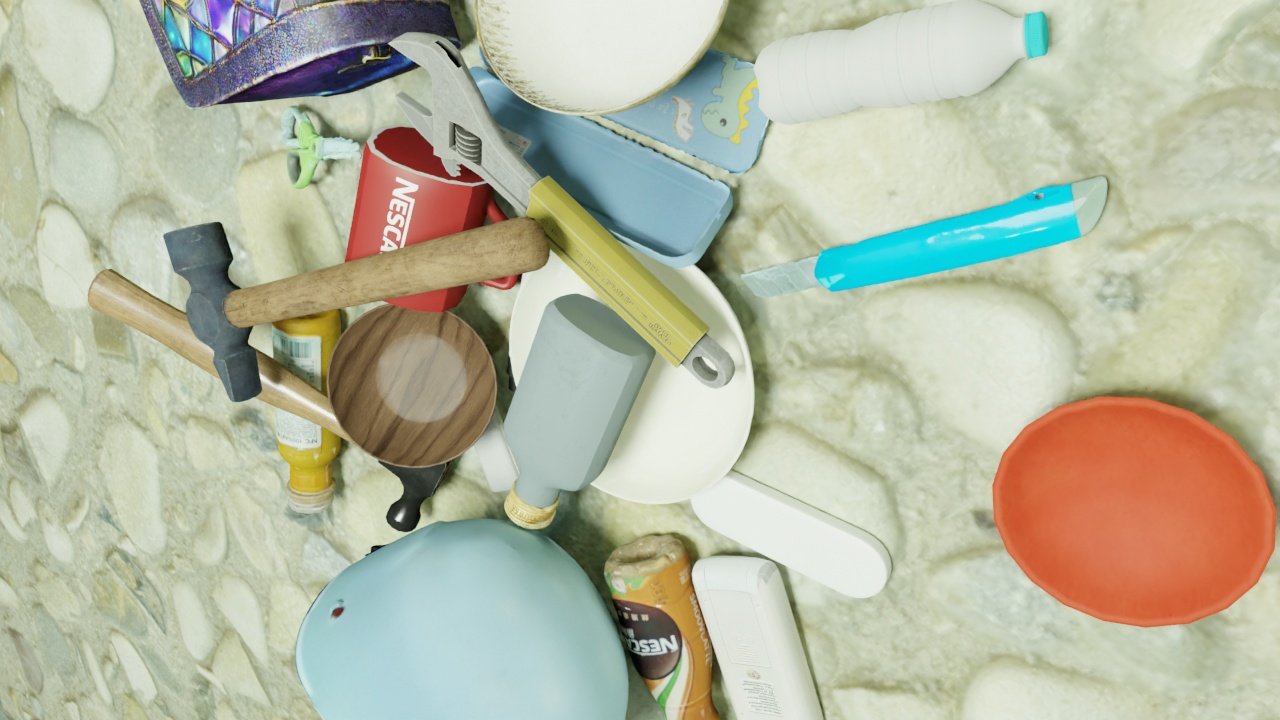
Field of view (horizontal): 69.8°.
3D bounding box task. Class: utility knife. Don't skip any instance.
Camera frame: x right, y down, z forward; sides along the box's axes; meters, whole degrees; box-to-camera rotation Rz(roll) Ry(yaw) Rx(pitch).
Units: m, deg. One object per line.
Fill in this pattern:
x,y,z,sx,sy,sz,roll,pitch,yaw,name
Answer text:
0.142,-0.059,0.489,0.198,0.015,0.031,-10,99,33,utility knife

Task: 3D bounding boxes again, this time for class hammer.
-0.188,-0.047,0.588,0.323,0.040,0.129,-7,102,33,hammer
-0.287,0.013,0.720,0.305,0.040,0.133,30,117,-3,hammer

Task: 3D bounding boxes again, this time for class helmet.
-0.097,0.208,0.627,0.167,0.265,0.225,-31,92,-1,helmet

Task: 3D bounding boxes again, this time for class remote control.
-0.124,0.039,0.701,0.033,0.012,0.131,-14,100,36,remote control
0.078,0.194,0.615,0.060,0.025,0.138,-6,109,37,remote control
0.093,0.109,0.585,0.136,0.013,0.043,23,119,24,remote control

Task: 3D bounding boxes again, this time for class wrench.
-0.046,-0.083,0.532,0.273,0.018,0.084,43,146,4,wrench

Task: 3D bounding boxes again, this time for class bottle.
0.023,0.207,0.639,0.059,0.059,0.167,-8,103,35,bottle
-0.050,0.041,0.588,0.072,0.046,0.162,35,123,18,bottle
-0.282,0.043,0.781,0.053,0.053,0.186,21,118,26,bottle
0.125,-0.146,0.449,0.136,0.044,0.044,-1,107,33,bottle

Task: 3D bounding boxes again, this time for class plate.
-0.004,0.003,0.595,0.182,0.034,0.182,12,114,29,plate

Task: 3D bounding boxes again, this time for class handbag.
-0.217,-0.276,0.573,0.223,0.125,0.205,-11,101,38,handbag

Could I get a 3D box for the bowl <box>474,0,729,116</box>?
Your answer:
-0.011,-0.193,0.495,0.145,0.063,0.145,-2,86,23,bowl

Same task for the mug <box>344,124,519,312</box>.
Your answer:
-0.134,-0.091,0.623,0.116,0.080,0.097,18,121,-6,mug

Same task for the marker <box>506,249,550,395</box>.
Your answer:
-0.077,-0.034,0.639,0.019,0.019,0.146,27,120,22,marker

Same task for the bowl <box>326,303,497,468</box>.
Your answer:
-0.160,0.015,0.657,0.119,0.032,0.119,0,100,0,bowl

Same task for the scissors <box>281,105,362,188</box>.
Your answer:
-0.229,-0.152,0.660,0.174,0.033,0.065,20,111,56,scissors

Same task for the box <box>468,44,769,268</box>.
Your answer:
-0.027,-0.147,0.555,0.209,0.039,0.126,29,99,21,box

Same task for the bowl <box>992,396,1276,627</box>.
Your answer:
0.243,0.070,0.458,0.122,0.035,0.122,12,114,29,bowl
